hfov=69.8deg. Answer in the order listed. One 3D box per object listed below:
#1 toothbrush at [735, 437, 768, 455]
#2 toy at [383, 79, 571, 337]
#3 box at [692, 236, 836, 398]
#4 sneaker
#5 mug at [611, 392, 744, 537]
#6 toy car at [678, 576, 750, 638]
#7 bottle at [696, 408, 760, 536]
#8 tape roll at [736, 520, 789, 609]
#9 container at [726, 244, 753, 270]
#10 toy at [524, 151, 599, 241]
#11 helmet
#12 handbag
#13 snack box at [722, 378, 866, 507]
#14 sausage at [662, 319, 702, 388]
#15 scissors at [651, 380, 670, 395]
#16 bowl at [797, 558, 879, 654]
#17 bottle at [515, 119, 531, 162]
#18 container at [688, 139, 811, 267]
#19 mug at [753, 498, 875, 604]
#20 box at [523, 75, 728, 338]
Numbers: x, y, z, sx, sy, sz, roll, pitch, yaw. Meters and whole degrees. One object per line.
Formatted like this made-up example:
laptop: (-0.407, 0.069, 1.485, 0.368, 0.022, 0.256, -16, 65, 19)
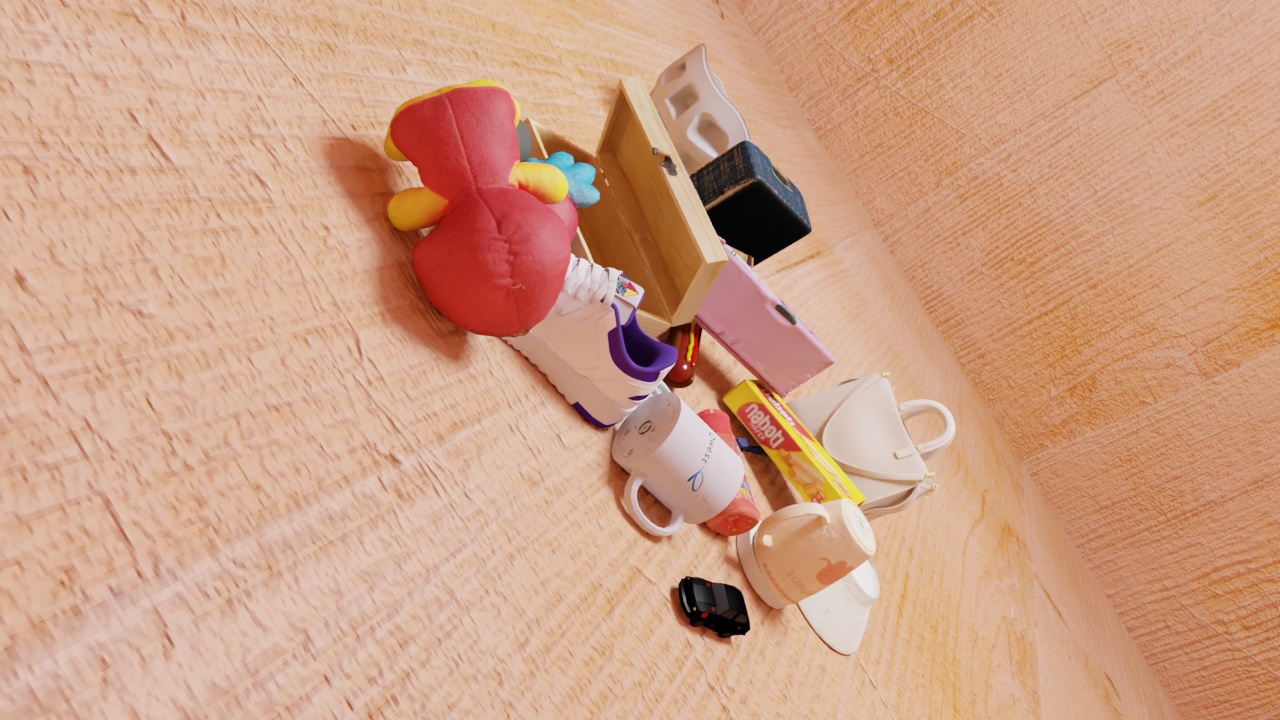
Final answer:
toothbrush: (0.159, 0.111, 1.152, 0.189, 0.017, 0.016, 15, 48, -57)
toy: (-0.130, -0.121, 0.740, 0.099, 0.147, 0.216, 67, 3, -76)
box: (0.134, -0.047, 1.079, 0.232, 0.099, 0.080, 42, -10, -30)
sneaker: (-0.061, -0.054, 0.820, 0.244, 0.111, 0.091, 49, 26, -18)
mug: (0.028, 0.106, 0.854, 0.096, 0.083, 0.119, 45, 56, -26)
toy car: (0.070, 0.221, 0.832, 0.091, 0.036, 0.042, 34, 33, -41)
bottle: (0.084, 0.115, 0.969, 0.071, 0.049, 0.134, 31, 35, -42)
tape roll: (0.138, 0.218, 0.984, 0.094, 0.019, 0.093, 42, 29, -30)
container: (0.082, -0.098, 1.155, 0.061, 0.114, 0.063, 38, 28, -11)
toy: (-0.095, -0.157, 0.906, 0.092, 0.062, 0.132, 36, 57, -4)
helmet: (0.116, -0.347, 1.409, 0.281, 0.184, 0.224, -5, 71, -56)
handbag: (0.316, 0.107, 1.220, 0.101, 0.198, 0.194, 48, 22, -55)
snack box: (0.189, 0.109, 1.124, 0.200, 0.042, 0.092, 51, 18, 18)
sausage: (0.051, -0.019, 1.078, 0.040, 0.040, 0.155, 49, 25, -18)
scissors: (0.004, 0.008, 0.987, 0.109, 0.018, 0.130, 40, 28, -32)
bowl: (0.233, 0.249, 1.079, 0.176, 0.058, 0.176, 42, 29, -30)
bottle: (-0.153, -0.212, 0.896, 0.060, 0.060, 0.108, 57, 24, -1)
container: (0.106, -0.178, 1.188, 0.145, 0.188, 0.071, 32, 39, -44)
mug: (0.173, 0.183, 0.937, 0.111, 0.104, 0.085, 42, 28, -33)
box: (-0.023, -0.155, 0.991, 0.248, 0.179, 0.142, 67, 7, 22)
